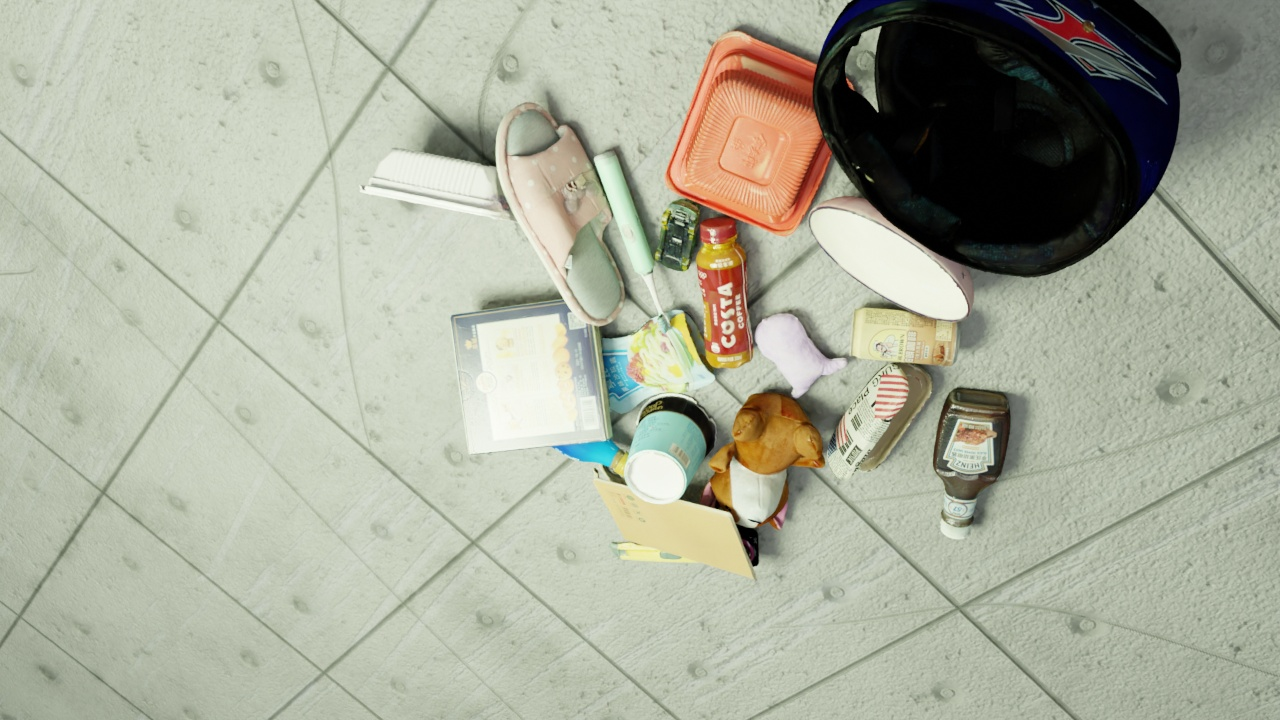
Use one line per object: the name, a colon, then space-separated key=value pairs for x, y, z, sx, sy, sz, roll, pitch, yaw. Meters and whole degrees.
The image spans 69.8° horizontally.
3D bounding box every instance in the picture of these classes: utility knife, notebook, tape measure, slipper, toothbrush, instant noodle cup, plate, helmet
utility knife: x=0.051 y=0.272 z=1.304 sx=0.198 sy=0.021 sz=0.031 roll=-4 pitch=116 yaw=14
notebook: x=0.044 y=0.223 z=1.219 sx=0.208 sy=0.008 sz=0.148 roll=10 pitch=141 yaw=32
tape measure: x=0.132 y=0.253 z=1.245 sx=0.058 sy=0.039 sz=0.057 roll=2 pitch=106 yaw=14
slipper: x=-0.080 y=-0.163 z=1.053 sx=0.055 sy=0.113 sz=0.274 roll=2 pitch=123 yaw=44
toothbrush: x=-0.005 y=-0.136 z=1.076 sx=0.027 sy=0.027 sz=0.224 roll=-12 pitch=108 yaw=29
instant noodle cup: x=0.123 y=-0.231 z=0.967 sx=0.164 sy=0.079 sz=0.189 roll=21 pitch=117 yaw=1
instant noodle cup: x=-0.220 y=-0.204 z=1.069 sx=0.173 sy=0.138 sz=0.060 roll=14 pitch=98 yaw=10
plate: x=0.264 y=-0.111 z=0.948 sx=0.192 sy=0.192 sz=0.039 roll=37 pitch=85 yaw=-4
instant noodle cup: x=0.031 y=0.118 z=1.160 sx=0.111 sy=0.120 sz=0.111 roll=8 pitch=119 yaw=14
helmet: x=0.308 y=-0.237 z=0.803 sx=0.315 sy=0.239 sz=0.248 roll=36 pitch=141 yaw=-15

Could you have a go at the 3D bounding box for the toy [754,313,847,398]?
toy: x=0.183 y=-0.011 z=1.089 sx=0.084 sy=0.038 sz=0.108 roll=-35 pitch=102 yaw=29

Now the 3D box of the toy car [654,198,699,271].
toy car: x=0.045 y=-0.144 z=1.061 sx=0.043 sy=0.036 sz=0.091 roll=21 pitch=133 yaw=10

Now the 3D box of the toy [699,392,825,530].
toy: x=0.150 y=0.140 z=1.142 sx=0.140 sy=0.130 sz=0.200 roll=15 pitch=131 yaw=-4

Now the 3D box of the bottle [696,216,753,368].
bottle: x=0.098 y=-0.079 z=1.069 sx=0.057 sy=0.057 sz=0.175 roll=1 pitch=117 yaw=17

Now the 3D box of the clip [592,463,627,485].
clip: x=-0.037 y=0.174 z=1.266 sx=0.082 sy=0.034 sz=0.105 roll=-4 pitch=124 yaw=16

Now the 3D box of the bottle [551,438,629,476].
bottle: x=-0.105 y=0.085 z=1.208 sx=0.219 sy=0.065 sz=0.065 roll=32 pitch=122 yaw=5

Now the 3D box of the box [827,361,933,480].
box: x=0.272 y=0.075 z=1.082 sx=0.076 sy=0.087 sz=0.163 roll=37 pitch=126 yaw=13

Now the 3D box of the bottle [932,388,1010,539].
bottle: x=0.390 y=0.128 z=1.098 sx=0.080 sy=0.043 sz=0.195 roll=7 pitch=120 yaw=15

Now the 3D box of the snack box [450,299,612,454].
snack box: x=-0.136 y=0.020 z=1.150 sx=0.183 sy=0.045 sz=0.178 roll=-7 pitch=93 yaw=9

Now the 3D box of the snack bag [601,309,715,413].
snack bag: x=-0.007 y=0.007 z=1.162 sx=0.191 sy=0.038 sz=0.110 roll=-19 pitch=113 yaw=28

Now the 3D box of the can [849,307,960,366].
can: x=0.297 y=-0.027 z=1.033 sx=0.116 sy=0.058 sz=0.059 roll=6 pitch=119 yaw=15
